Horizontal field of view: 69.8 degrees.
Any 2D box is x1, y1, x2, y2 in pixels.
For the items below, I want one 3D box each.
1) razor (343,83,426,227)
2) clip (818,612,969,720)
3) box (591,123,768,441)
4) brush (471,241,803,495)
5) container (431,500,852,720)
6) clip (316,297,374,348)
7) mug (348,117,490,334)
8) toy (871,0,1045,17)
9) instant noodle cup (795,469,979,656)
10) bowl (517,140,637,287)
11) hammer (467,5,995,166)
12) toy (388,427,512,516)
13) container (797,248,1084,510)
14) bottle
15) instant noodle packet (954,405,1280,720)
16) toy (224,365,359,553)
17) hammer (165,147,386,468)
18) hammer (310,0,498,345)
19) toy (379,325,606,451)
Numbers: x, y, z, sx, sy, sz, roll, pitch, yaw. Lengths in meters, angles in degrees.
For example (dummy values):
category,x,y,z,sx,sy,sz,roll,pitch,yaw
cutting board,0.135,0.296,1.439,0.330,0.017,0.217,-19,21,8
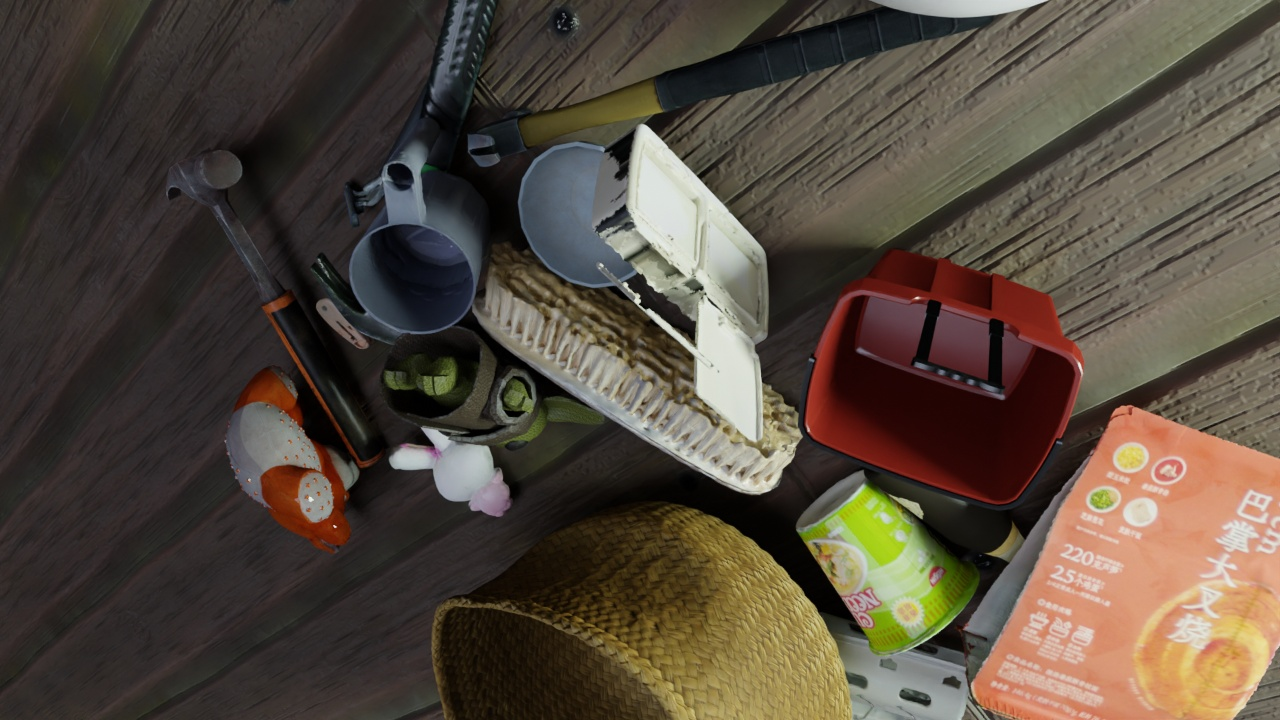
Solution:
category,x,y,z,sx,sy,sz,roll,pitch,yaw
razor,-0.190,-0.164,0.716,0.145,0.022,0.042,-44,53,31
clip,0.202,0.259,0.756,0.126,0.095,0.152,13,141,19
box,0.033,-0.048,0.560,0.050,0.183,0.143,-29,128,31
brush,-0.004,0.004,0.683,0.271,0.083,0.057,33,125,6
container,0.007,0.270,0.722,0.307,0.196,0.307,21,124,35
clip,-0.259,-0.035,0.803,0.024,0.041,0.061,-21,101,33
mug,-0.152,-0.097,0.641,0.084,0.103,0.124,-1,122,0
toy,0.134,-0.288,0.362,0.280,0.262,0.266,45,124,18
instant noodle cup,0.175,0.144,0.677,0.108,0.098,0.099,50,125,2
bowl,-0.032,-0.109,0.661,0.106,0.039,0.106,11,120,19
hammer,0.040,-0.172,0.563,0.334,0.117,0.025,-10,111,22
toy,-0.166,0.096,0.834,0.122,0.038,0.079,40,113,0
container,0.173,0.016,0.539,0.148,0.200,0.127,19,122,14
bottle,0.245,0.118,0.657,0.184,0.045,0.046,36,125,-7
instant noodle packet,0.333,0.148,0.600,0.164,0.083,0.221,19,116,2
toy,-0.317,0.104,0.859,0.163,0.092,0.173,57,162,25
hammer,-0.319,-0.036,0.820,0.138,0.034,0.314,10,130,48
hammer,-0.159,-0.148,0.689,0.130,0.032,0.320,18,120,-11
toy,-0.132,0.027,0.720,0.180,0.152,0.078,7,75,29
